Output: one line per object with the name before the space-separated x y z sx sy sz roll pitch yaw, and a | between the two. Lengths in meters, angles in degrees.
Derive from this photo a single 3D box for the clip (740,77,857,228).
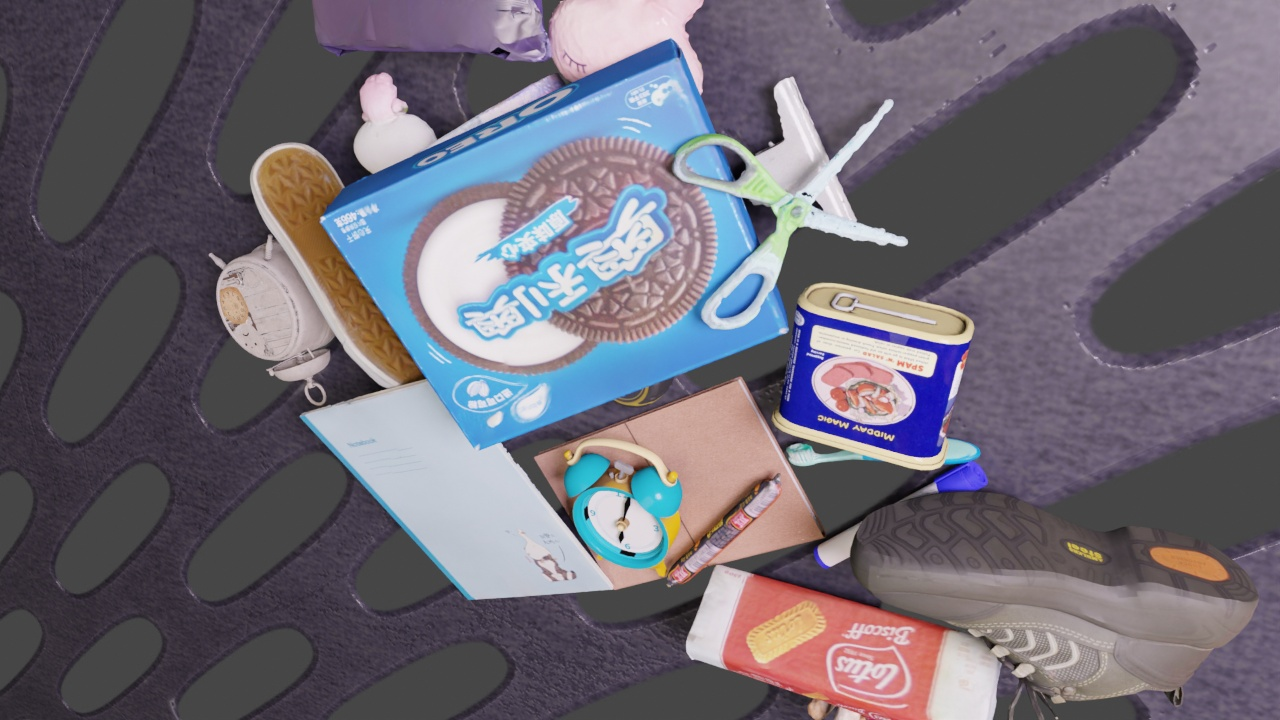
clip | 0.092 -0.120 0.581 0.056 0.045 0.102 -24 101 20

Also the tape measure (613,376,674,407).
tape measure | -0.004 0.004 0.690 0.062 0.034 0.061 -3 109 37

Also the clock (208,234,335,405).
clock | -0.318 -0.030 0.813 0.104 0.061 0.157 -9 108 29

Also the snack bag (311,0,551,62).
snack bag | -0.145 -0.246 0.602 0.206 0.058 0.096 14 119 35

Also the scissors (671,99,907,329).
scissors | 0.090 -0.086 0.554 0.171 0.023 0.172 15 103 -22

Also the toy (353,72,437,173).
toy | -0.182 -0.155 0.699 0.079 0.037 0.123 3 116 39

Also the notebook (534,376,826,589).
notebook | 0.026 0.107 0.742 0.210 0.008 0.141 -23 102 33

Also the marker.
marker | 0.183 0.112 0.660 0.020 0.020 0.142 49 125 -2

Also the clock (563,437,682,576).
clock | -0.013 0.117 0.735 0.099 0.043 0.130 9 125 22

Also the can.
can | 0.152 0.008 0.602 0.116 0.056 0.092 15 119 19

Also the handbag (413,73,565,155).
handbag | -0.072 -0.105 0.654 0.127 0.069 0.158 -25 103 16

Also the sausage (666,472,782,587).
sausage | 0.064 0.135 0.717 0.020 0.020 0.156 41 125 3

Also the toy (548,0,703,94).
toy | -0.003 -0.209 0.575 0.108 0.053 0.105 28 116 9

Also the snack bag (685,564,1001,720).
snack bag | 0.148 0.218 0.686 0.225 0.077 0.041 9 150 27

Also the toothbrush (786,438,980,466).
toothbrush | 0.167 0.064 0.644 0.135 0.022 0.017 -5 136 30

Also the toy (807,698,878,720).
toy | 0.192 0.268 0.708 0.085 0.074 0.106 38 105 -23

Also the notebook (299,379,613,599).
notebook | -0.158 0.123 0.794 0.181 0.009 0.253 -14 123 34

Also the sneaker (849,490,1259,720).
sneaker | 0.251 0.172 0.604 0.238 0.100 0.143 9 118 8

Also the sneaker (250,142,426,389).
sneaker | -0.234 -0.063 0.750 0.235 0.087 0.079 55 156 -12

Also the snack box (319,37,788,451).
snack box | -0.048 -0.064 0.591 0.239 0.056 0.196 -22 120 10
